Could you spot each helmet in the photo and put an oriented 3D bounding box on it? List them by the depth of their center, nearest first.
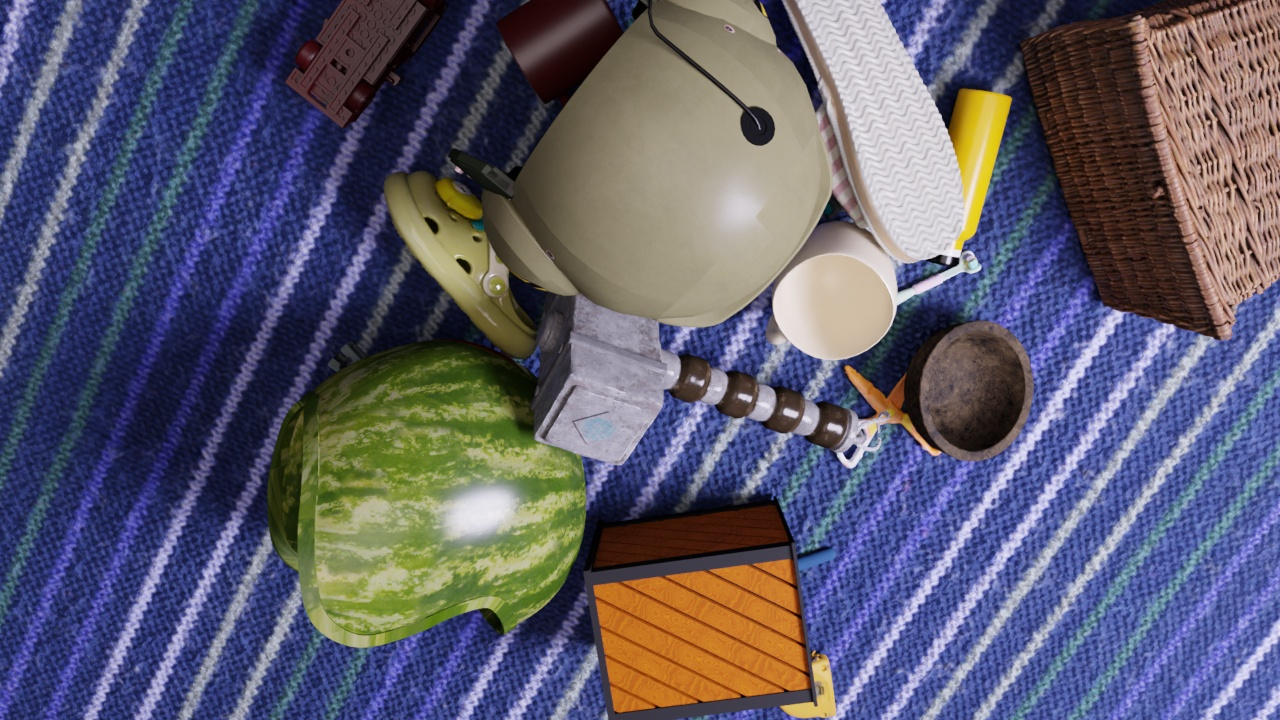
[{"bbox_3d":[0.016,-0.140,0.659,0.233,0.255,0.250,39,102,-6],"label":"helmet"},{"bbox_3d":[-0.162,0.104,0.752,0.246,0.213,0.243,7,91,-30],"label":"helmet"}]

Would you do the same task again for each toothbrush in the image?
[{"bbox_3d":[0.227,-0.055,0.816,0.155,0.015,0.022,-26,69,6],"label":"toothbrush"},{"bbox_3d":[0.109,0.212,0.889,0.168,0.014,0.014,-19,96,6],"label":"toothbrush"}]

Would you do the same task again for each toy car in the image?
[{"bbox_3d":[-0.206,-0.273,0.734,0.070,0.061,0.170,38,102,-9],"label":"toy car"}]

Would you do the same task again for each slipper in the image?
[{"bbox_3d":[0.177,-0.201,0.741,0.114,0.052,0.263,-23,92,-26],"label":"slipper"},{"bbox_3d":[-0.136,-0.088,0.772,0.081,0.091,0.190,-35,105,6],"label":"slipper"}]

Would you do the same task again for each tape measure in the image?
[{"bbox_3d":[0.161,0.323,0.910,0.059,0.030,0.068,-9,104,0],"label":"tape measure"}]

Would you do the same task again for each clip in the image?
[{"bbox_3d":[-0.246,0.018,0.833,0.076,0.023,0.044,43,103,-8],"label":"clip"}]

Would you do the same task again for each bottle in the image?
[{"bbox_3d":[0.272,-0.152,0.776,0.043,0.043,0.144,10,105,-3],"label":"bottle"}]

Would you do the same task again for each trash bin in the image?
[{"bbox_3d":[0.052,0.218,0.814,0.172,0.139,0.140,-9,97,3],"label":"trash bin"}]

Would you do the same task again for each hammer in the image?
[{"bbox_3d":[0.071,0.026,0.759,0.326,0.176,0.080,19,129,-18],"label":"hammer"}]

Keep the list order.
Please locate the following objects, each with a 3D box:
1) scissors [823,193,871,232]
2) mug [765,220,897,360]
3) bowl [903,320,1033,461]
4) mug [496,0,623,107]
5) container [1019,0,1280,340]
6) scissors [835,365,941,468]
[{"bbox_3d":[0.155,-0.153,0.789,0.146,0.019,0.133,-9,107,1],"label":"scissors"},{"bbox_3d":[0.155,-0.060,0.773,0.120,0.099,0.096,-36,106,30],"label":"mug"},{"bbox_3d":[0.279,0.025,0.811,0.121,0.056,0.121,-2,95,-21],"label":"bowl"},{"bbox_3d":[-0.053,-0.248,0.742,0.082,0.073,0.106,-30,128,7],"label":"mug"},{"bbox_3d":[0.446,-0.176,0.714,0.183,0.162,0.250,-25,104,2],"label":"container"},{"bbox_3d":[0.226,0.052,0.847,0.131,0.011,0.125,-44,100,7],"label":"scissors"}]
